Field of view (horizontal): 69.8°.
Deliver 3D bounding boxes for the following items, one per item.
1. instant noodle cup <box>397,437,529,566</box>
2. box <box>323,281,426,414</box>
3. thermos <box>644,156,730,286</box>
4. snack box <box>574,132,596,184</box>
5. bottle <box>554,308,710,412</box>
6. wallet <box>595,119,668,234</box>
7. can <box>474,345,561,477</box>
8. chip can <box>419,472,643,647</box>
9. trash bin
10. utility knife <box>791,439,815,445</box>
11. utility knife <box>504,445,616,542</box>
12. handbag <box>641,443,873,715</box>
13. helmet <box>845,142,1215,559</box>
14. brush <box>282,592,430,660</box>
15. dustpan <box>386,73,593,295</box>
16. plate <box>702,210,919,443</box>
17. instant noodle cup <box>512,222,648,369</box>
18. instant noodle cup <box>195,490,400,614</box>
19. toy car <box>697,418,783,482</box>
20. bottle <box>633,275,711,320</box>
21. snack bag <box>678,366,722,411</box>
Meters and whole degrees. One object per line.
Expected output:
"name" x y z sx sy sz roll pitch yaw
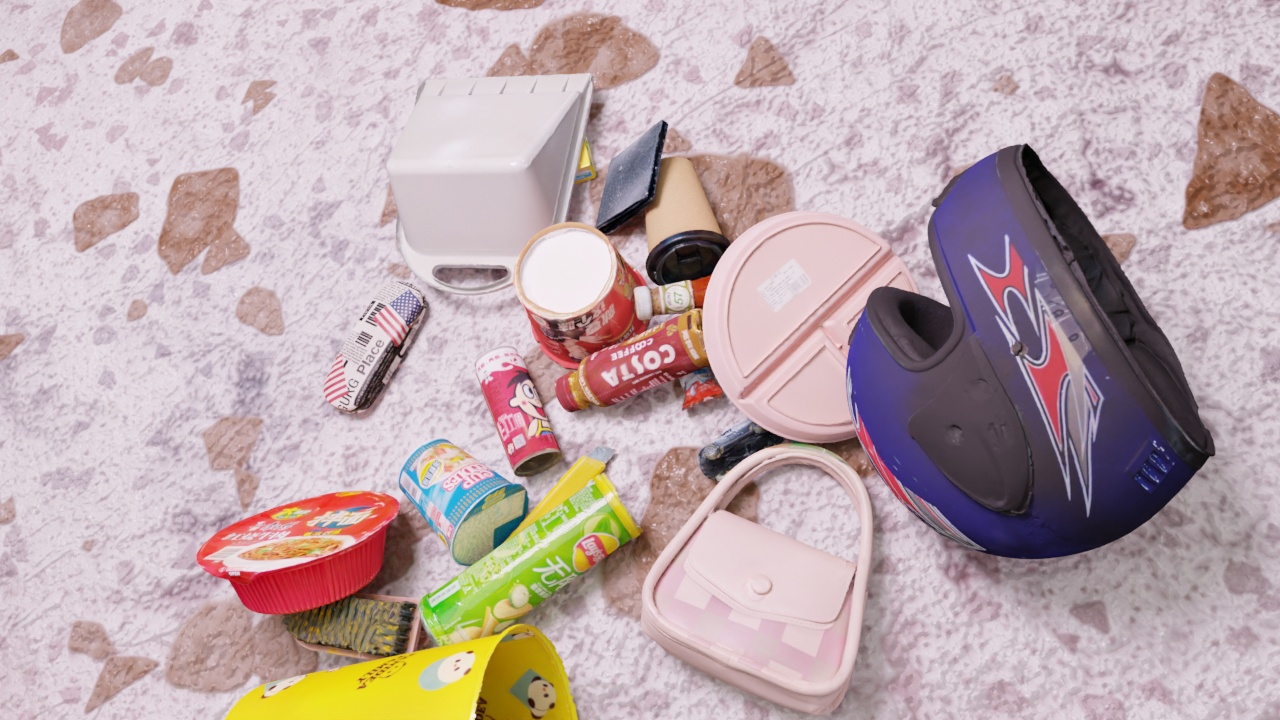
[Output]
"instant noodle cup" -0.185 0.136 0.924 0.110 0.099 0.099 34 80 29
"box" -0.297 -0.015 1.035 0.068 0.051 0.164 27 79 10
"thermos" 0.043 -0.145 0.982 0.093 0.093 0.143 -15 58 6
"snack box" -0.129 -0.238 1.082 0.140 0.034 0.086 -15 68 5
"bottle" -0.006 0.005 0.931 0.175 0.057 0.057 -23 65 22
"wallet" -0.011 -0.200 1.007 0.019 0.121 0.097 19 70 -26
"can" -0.130 0.052 0.960 0.053 0.053 0.132 -26 66 2
"chip can" -0.107 0.199 0.881 0.221 0.073 0.072 -34 66 -6
"trash bin" -0.206 0.357 0.780 0.256 0.229 0.229 -11 67 15
"utility knife" 0.107 0.011 0.944 0.029 0.013 0.218 -40 66 -4
"utility knife" -0.086 0.151 0.934 0.033 0.015 0.171 42 82 3
"handbag" 0.126 0.185 0.846 0.193 0.093 0.233 20 67 18
"helmet" 0.292 0.012 0.768 0.241 0.246 0.315 -32 84 32
"brush" -0.282 0.262 0.906 0.146 0.073 0.063 1 70 18
"dustpan" -0.177 -0.206 1.059 0.223 0.143 0.257 2 42 13
"plate" 0.173 -0.035 0.885 0.229 0.028 0.229 1 84 -11
"instant noodle cup" -0.066 -0.071 0.963 0.138 0.108 0.137 -4 69 11
"instant noodle cup" -0.329 0.192 0.903 0.194 0.193 0.066 -6 101 10
"toy car" 0.097 0.084 0.905 0.090 0.043 0.034 -30 39 -3
"bottle" 0.097 -0.071 0.935 0.206 0.060 0.059 -8 68 -2
"snack bag" 0.049 0.002 0.953 0.048 0.026 0.104 -22 67 10
